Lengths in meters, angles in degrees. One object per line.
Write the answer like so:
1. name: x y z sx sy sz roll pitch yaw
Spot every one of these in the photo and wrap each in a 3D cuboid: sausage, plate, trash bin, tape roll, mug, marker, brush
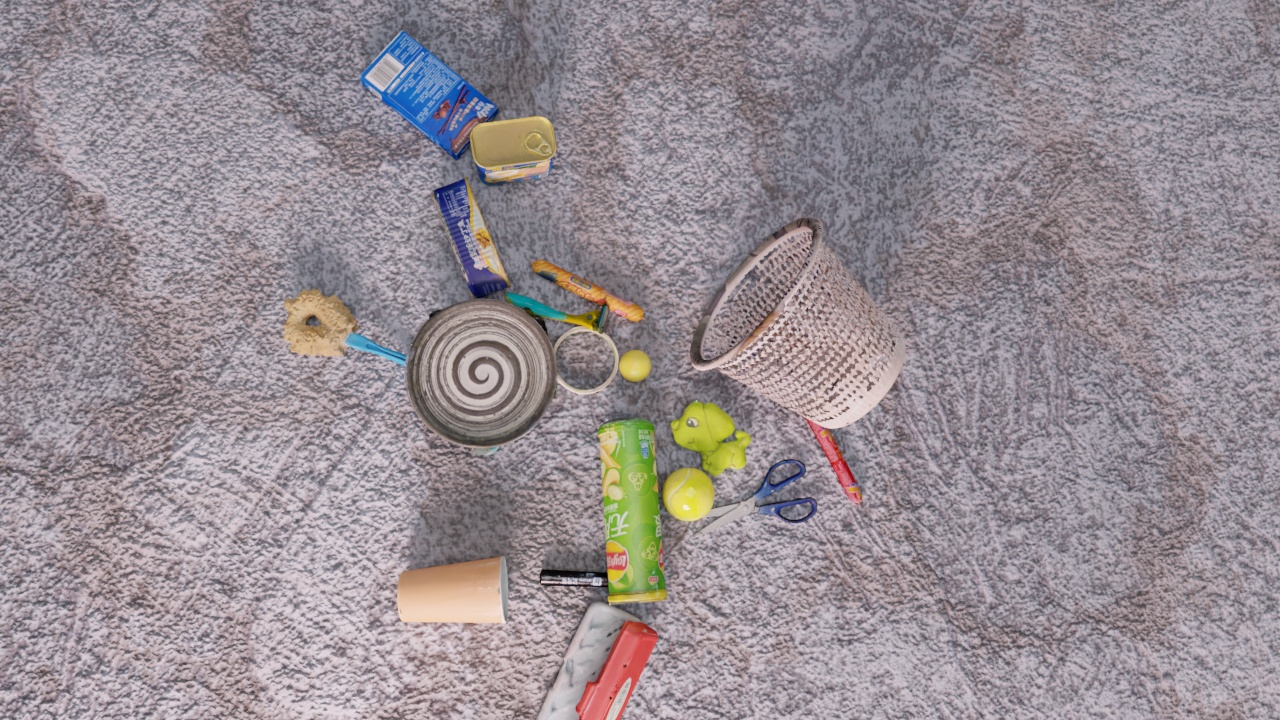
1. sausage: 0.250 0.121 1.188 0.020 0.020 0.156 -28 88 -9
2. plate: -0.189 0.015 1.093 0.179 0.024 0.179 1 85 -7
3. trash bin: 0.203 -0.029 1.114 0.192 0.228 0.227 37 80 -15
4. tape roll: -0.070 0.000 1.164 0.085 0.014 0.085 1 83 -7
5. sausage: -0.067 -0.089 1.170 0.165 0.021 0.021 26 81 -3
6. mug: -0.221 0.275 1.088 0.123 0.078 0.078 -3 84 -2
7. marker: -0.058 0.270 1.133 0.132 0.022 0.020 3 73 -6
8. brush: -0.319 -0.014 1.126 0.254 0.046 0.083 22 78 -8

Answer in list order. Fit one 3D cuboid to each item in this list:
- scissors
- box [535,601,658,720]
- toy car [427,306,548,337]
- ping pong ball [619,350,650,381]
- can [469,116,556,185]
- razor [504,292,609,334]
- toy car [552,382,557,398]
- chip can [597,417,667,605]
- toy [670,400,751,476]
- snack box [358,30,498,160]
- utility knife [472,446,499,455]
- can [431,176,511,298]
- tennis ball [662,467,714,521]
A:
1. scissors: 0.143 0.176 1.173 0.171 0.012 0.141 14 84 -4
2. box: -0.065 0.394 1.100 0.099 0.095 0.201 22 82 25
3. toy car: -0.191 -0.030 1.136 0.156 0.041 0.071 3 71 -7
4. ping pong ball: -0.007 0.007 1.157 0.040 0.040 0.040 1 84 -7
5. can: -0.158 -0.259 1.146 0.102 0.083 0.057 -10 85 -8
6. razor: -0.107 -0.064 1.156 0.132 0.028 0.043 13 55 2
7. toy car: -0.147 0.038 1.128 0.091 0.036 0.043 -20 81 -14
8. chip can: -0.011 0.180 1.110 0.072 0.073 0.221 -3 76 -8
9. toy: 0.091 0.096 1.165 0.096 0.031 0.100 -15 90 -8
10. snack box: -0.268 -0.338 1.169 0.157 0.026 0.084 39 81 -2
11. utility knife: -0.159 0.050 1.148 0.029 0.013 0.164 30 80 -4
12. can: -0.209 -0.150 1.134 0.049 0.075 0.148 -22 86 -6
13. tennis ball: 0.059 0.166 1.136 0.065 0.065 0.065 1 84 -7
